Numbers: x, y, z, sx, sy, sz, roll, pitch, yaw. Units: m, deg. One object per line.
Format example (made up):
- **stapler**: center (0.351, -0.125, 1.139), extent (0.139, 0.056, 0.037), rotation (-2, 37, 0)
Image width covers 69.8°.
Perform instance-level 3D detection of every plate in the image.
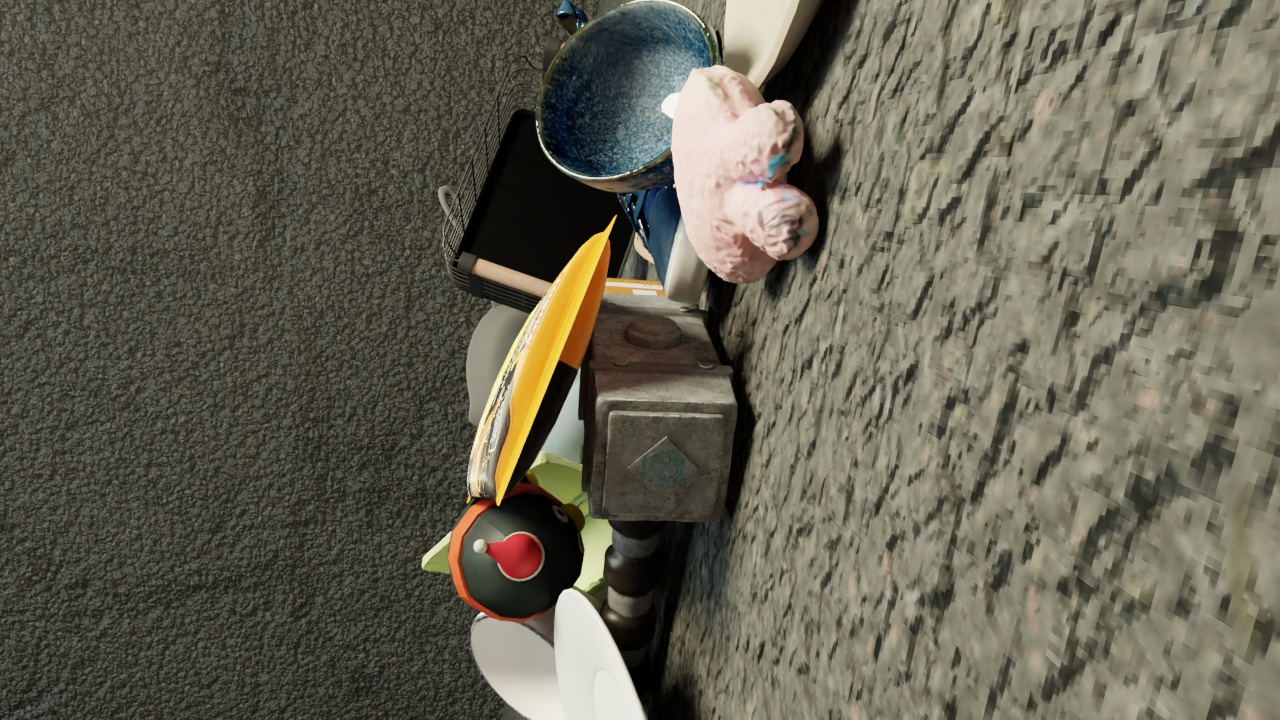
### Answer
- **plate**: center (0.080, -0.227, 0.461), extent (0.189, 0.027, 0.188), rotation (-174, 91, -82)
- **plate**: center (-0.012, 0.239, 0.548), extent (0.209, 0.015, 0.208), rotation (168, 90, -70)

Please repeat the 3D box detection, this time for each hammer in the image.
- **hammer**: center (-0.004, 0.127, 0.601), extent (0.176, 0.079, 0.327), rotation (-102, 15, -66)

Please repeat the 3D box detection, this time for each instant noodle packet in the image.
- **instant noodle packet**: center (-0.068, 0.012, 0.565), extent (0.221, 0.032, 0.159), rotation (151, 141, -73)

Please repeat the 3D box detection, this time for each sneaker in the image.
- **sneaker**: center (-0.003, -0.157, 0.643), extent (0.121, 0.127, 0.293), rotation (104, 167, -45)

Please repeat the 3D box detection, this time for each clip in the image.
- **clip**: center (0.021, -0.098, 0.801), extent (0.060, 0.041, 0.024), rotation (-127, 40, -50)

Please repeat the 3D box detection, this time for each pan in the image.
- **pan**: center (-0.126, -0.034, 0.990), extent (0.024, 0.215, 0.354), rotation (-28, 90, 45)

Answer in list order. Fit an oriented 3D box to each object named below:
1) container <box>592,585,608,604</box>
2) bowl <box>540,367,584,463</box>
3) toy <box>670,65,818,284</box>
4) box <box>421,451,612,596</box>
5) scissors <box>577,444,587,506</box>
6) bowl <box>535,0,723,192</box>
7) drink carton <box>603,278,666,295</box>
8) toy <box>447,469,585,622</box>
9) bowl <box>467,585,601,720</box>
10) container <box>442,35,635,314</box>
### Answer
- **container**: center (-0.056, 0.216, 0.824), extent (0.050, 0.080, 0.129), rotation (2, 84, 49)
- **bowl**: center (-0.051, 0.052, 0.867), extent (0.150, 0.075, 0.151), rotation (-51, -16, -20)
- **toy**: center (0.050, -0.087, 0.440), extent (0.105, 0.053, 0.108), rotation (-140, 39, -68)
- **box**: center (-0.086, 0.156, 0.768), extent (0.189, 0.130, 0.064), rotation (-43, 7, 32)
- **scissors**: center (-0.071, 0.158, 0.862), extent (0.015, 0.179, 0.199), rotation (47, 155, 39)
- **bowl**: center (0.002, -0.144, 0.535), extent (0.060, 0.114, 0.114), rotation (32, -121, -59)
- **drink carton**: center (-0.004, 0.004, 0.688), extent (0.048, 0.076, 0.125), rotation (-105, 19, -69)
- **toy**: center (-0.083, 0.135, 0.642), extent (0.097, 0.099, 0.119), rotation (58, 159, -12)
- **bowl**: center (-0.069, 0.222, 0.713), extent (0.065, 0.116, 0.117), rotation (-42, -26, -45)
- **container**: center (-0.077, -0.157, 0.873), extent (0.130, 0.163, 0.241), rotation (119, 170, -75)
